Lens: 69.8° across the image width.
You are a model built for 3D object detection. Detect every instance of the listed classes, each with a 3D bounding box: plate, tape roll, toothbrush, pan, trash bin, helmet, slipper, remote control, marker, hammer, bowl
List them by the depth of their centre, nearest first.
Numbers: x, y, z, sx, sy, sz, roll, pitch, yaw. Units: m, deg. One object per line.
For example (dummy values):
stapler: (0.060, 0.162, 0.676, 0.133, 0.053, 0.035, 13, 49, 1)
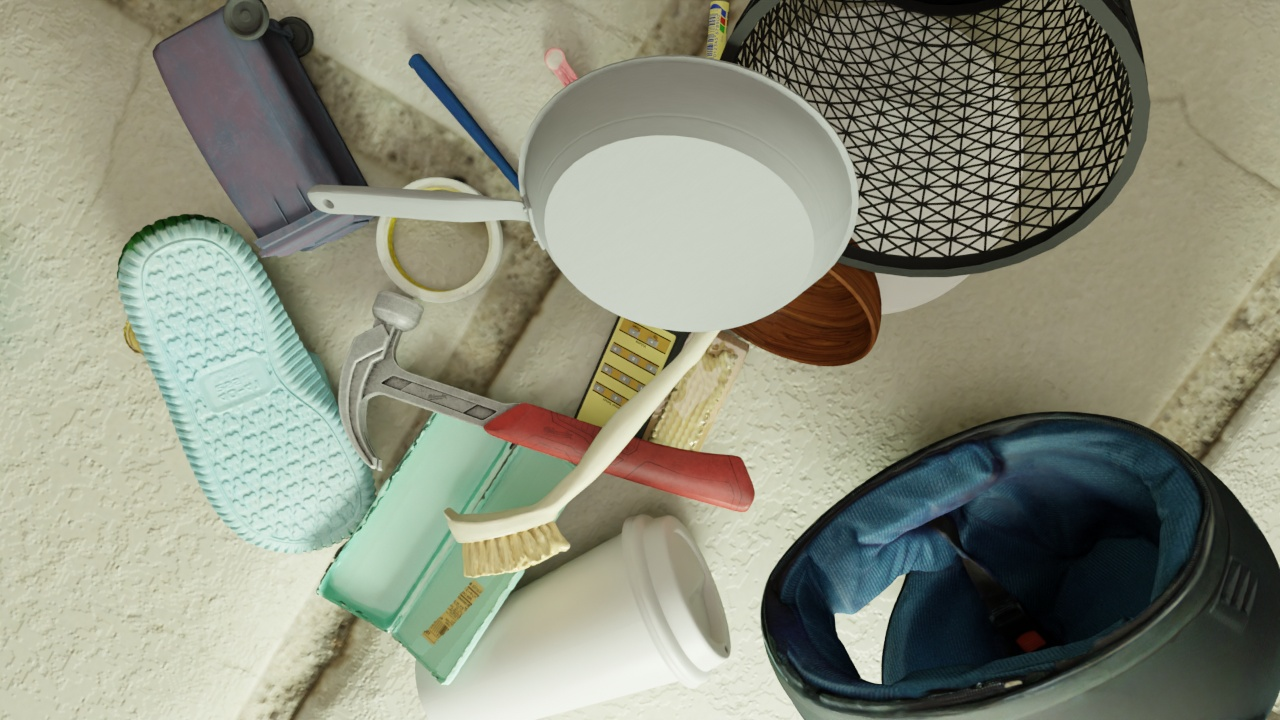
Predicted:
trash bin: (0.176, -0.213, 0.545, 0.217, 0.217, 0.242, 22, 57, -3)
pan: (-0.051, -0.087, 0.558, 0.357, 0.050, 0.201, 1, 142, 14)
helmet: (0.264, 0.193, 0.630, 0.316, 0.248, 0.236, -28, 127, 4)
bowl: (0.110, -0.067, 0.652, 0.147, 0.148, 0.068, 33, 68, -5)
trash bin: (-0.256, -0.160, 0.653, 0.092, 0.093, 0.161, -26, 100, 4)
slipper: (-0.287, 0.024, 0.673, 0.115, 0.069, 0.276, -28, 117, -24)
hammer: (-0.070, 0.054, 0.673, 0.316, 0.036, 0.126, 18, 79, 6)
plate: (0.175, -0.146, 0.682, 0.229, 0.030, 0.229, 0, 99, 0)
marker: (0.053, -0.197, 0.683, 0.014, 0.014, 0.132, 5, 99, 0)
toothbrush: (-0.111, -0.150, 0.691, 0.017, 0.016, 0.190, -37, 97, 12)
tape roll: (-0.152, -0.091, 0.699, 0.094, 0.019, 0.094, 0, 99, 0)
remote control: (-0.004, 0.004, 0.701, 0.058, 0.013, 0.133, 28, 99, 29)

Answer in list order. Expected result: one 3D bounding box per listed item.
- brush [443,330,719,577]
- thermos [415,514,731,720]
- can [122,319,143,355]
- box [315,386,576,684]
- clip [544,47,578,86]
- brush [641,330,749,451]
brush: (-0.021, 0.050, 0.629, 0.272, 0.062, 0.077, -43, 103, -4)
thermos: (-0.055, 0.212, 0.699, 0.222, 0.131, 0.131, -25, 98, 12)
can: (-0.337, -0.046, 0.687, 0.054, 0.059, 0.100, 25, 99, -4)
box: (-0.142, 0.129, 0.698, 0.138, 0.057, 0.187, 33, 85, 6)
clip: (-0.051, -0.206, 0.673, 0.023, 0.044, 0.060, -34, 84, 8)
brush: (0.038, 0.031, 0.707, 0.049, 0.039, 0.117, 25, 101, -4)
